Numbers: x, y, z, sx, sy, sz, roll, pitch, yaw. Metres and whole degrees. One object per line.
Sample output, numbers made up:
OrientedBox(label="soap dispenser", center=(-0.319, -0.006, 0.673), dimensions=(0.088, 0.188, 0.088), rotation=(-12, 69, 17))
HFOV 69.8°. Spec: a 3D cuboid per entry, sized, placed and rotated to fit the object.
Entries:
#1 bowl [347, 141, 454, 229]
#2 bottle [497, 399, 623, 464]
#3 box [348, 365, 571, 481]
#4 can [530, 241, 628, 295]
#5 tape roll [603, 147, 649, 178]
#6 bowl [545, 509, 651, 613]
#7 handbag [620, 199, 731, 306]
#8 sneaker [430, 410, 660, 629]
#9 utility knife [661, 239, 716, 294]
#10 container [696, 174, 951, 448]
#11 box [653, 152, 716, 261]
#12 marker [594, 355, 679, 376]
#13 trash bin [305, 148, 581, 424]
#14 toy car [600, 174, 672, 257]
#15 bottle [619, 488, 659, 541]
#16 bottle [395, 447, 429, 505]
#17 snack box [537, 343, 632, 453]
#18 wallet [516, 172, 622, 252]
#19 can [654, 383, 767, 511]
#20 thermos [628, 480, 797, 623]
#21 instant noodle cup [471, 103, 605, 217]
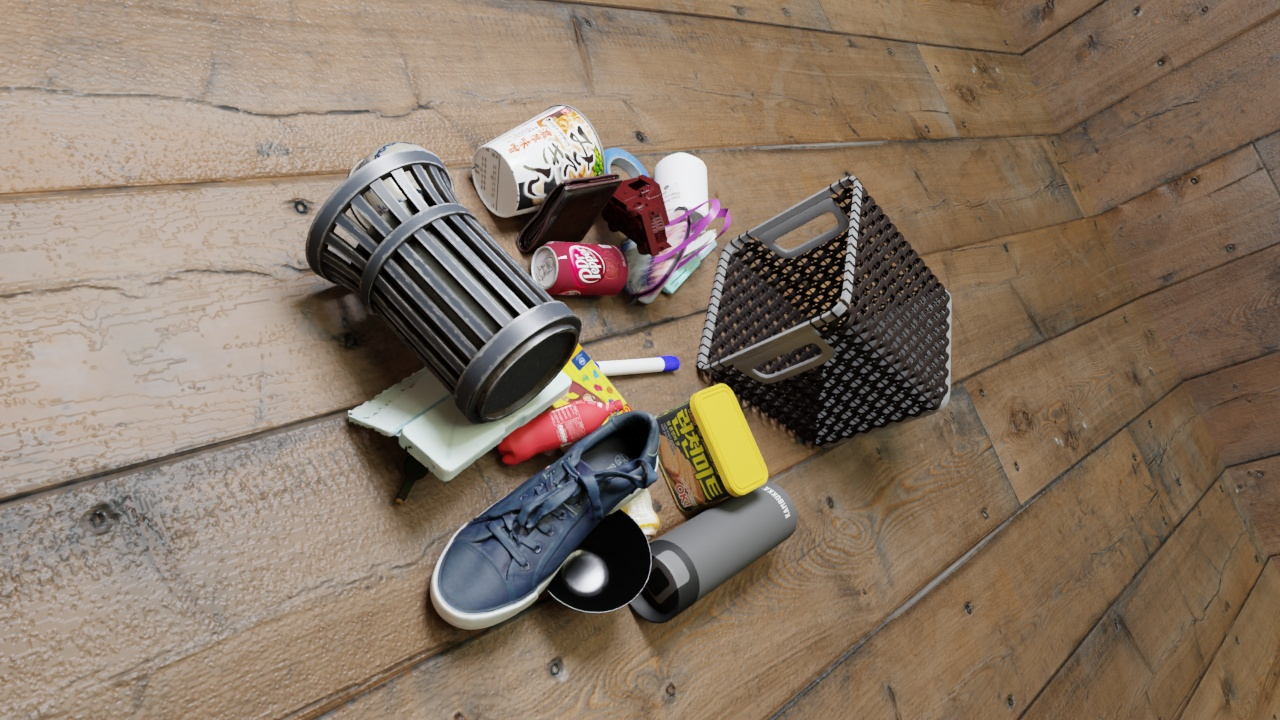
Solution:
OrientedBox(label="bowl", center=(-0.253, -0.187, 0.999), dimensions=(0.115, 0.059, 0.115), rotation=(20, 57, -34))
OrientedBox(label="bottle", center=(-0.086, 0.071, 0.986), dimensions=(0.141, 0.042, 0.042), rotation=(-20, 82, -11))
OrientedBox(label="box", center=(-0.175, 0.035, 0.923), dimensions=(0.136, 0.043, 0.196), rotation=(29, 37, 21))
OrientedBox(label="can", center=(-0.073, -0.111, 1.121), dimensions=(0.114, 0.063, 0.063), rotation=(-3, 71, -43))
OrientedBox(label="tape roll", center=(-0.024, -0.249, 1.269), dimensions=(0.091, 0.016, 0.093), rotation=(-13, 78, -45))
OrientedBox(label="bowl", center=(-0.054, 0.216, 0.967), dimensions=(0.124, 0.053, 0.123), rotation=(7, 53, -9))
OrientedBox(label="handbag", center=(0.047, -0.148, 1.170), dimensions=(0.068, 0.170, 0.144), rotation=(36, 49, -23))
OrientedBox(label="sneaker", center=(-0.080, 0.143, 0.902), dimensions=(0.121, 0.127, 0.293), rotation=(41, 57, 17))
OrientedBox(label="utility knife", center=(0.071, -0.136, 1.302), dimensions=(0.022, 0.016, 0.168), rotation=(52, 41, -7))
OrientedBox(label="container", center=(0.265, -0.052, 1.271), dimensions=(0.243, 0.248, 0.244), rotation=(37, 49, -27))
OrientedBox(label="box", center=(0.063, -0.205, 1.281), dimensions=(0.092, 0.081, 0.160), rotation=(39, 44, -49))
OrientedBox(label="marker", center=(-0.007, 0.007, 1.153), dimensions=(0.141, 0.020, 0.020), rotation=(-4, 72, -43))
OrientedBox(label="trash bin", center=(-0.179, -0.064, 0.876), dimensions=(0.227, 0.165, 0.163), rotation=(45, 42, 14))
OrientedBox(label="toy car", center=(-0.003, -0.187, 1.147), dimensions=(0.061, 0.170, 0.070), rotation=(-24, 121, -12))
OrientedBox(label="bottle", center=(-0.021, 0.155, 1.034), dimensions=(0.063, 0.063, 0.108), rotation=(2, 56, -41))
OrientedBox(label="bottle", center=(-0.218, 0.098, 0.911), dimensions=(0.025, 0.025, 0.105), rotation=(38, 48, -22))
OrientedBox(label="snack box", center=(-0.079, 0.044, 1.053), dimensions=(0.126, 0.040, 0.088), rotation=(51, 45, -10))
OrientedBox(label="wallet", center=(-0.084, -0.176, 1.104), dimensions=(0.099, 0.120, 0.031), rotation=(-20, 70, -46))
OrientedBox(label="can", center=(0.077, 0.109, 1.118), dimensions=(0.072, 0.101, 0.130), rotation=(-17, 81, -45))
OrientedBox(label="thermos", center=(0.086, 0.220, 1.083), dimensions=(0.239, 0.082, 0.082), rotation=(-20, 83, -46))
OrientedBox(label="instant noodle cup", center=(-0.128, -0.232, 1.102), dimensions=(0.121, 0.124, 0.123), rotation=(-31, 91, -37))
